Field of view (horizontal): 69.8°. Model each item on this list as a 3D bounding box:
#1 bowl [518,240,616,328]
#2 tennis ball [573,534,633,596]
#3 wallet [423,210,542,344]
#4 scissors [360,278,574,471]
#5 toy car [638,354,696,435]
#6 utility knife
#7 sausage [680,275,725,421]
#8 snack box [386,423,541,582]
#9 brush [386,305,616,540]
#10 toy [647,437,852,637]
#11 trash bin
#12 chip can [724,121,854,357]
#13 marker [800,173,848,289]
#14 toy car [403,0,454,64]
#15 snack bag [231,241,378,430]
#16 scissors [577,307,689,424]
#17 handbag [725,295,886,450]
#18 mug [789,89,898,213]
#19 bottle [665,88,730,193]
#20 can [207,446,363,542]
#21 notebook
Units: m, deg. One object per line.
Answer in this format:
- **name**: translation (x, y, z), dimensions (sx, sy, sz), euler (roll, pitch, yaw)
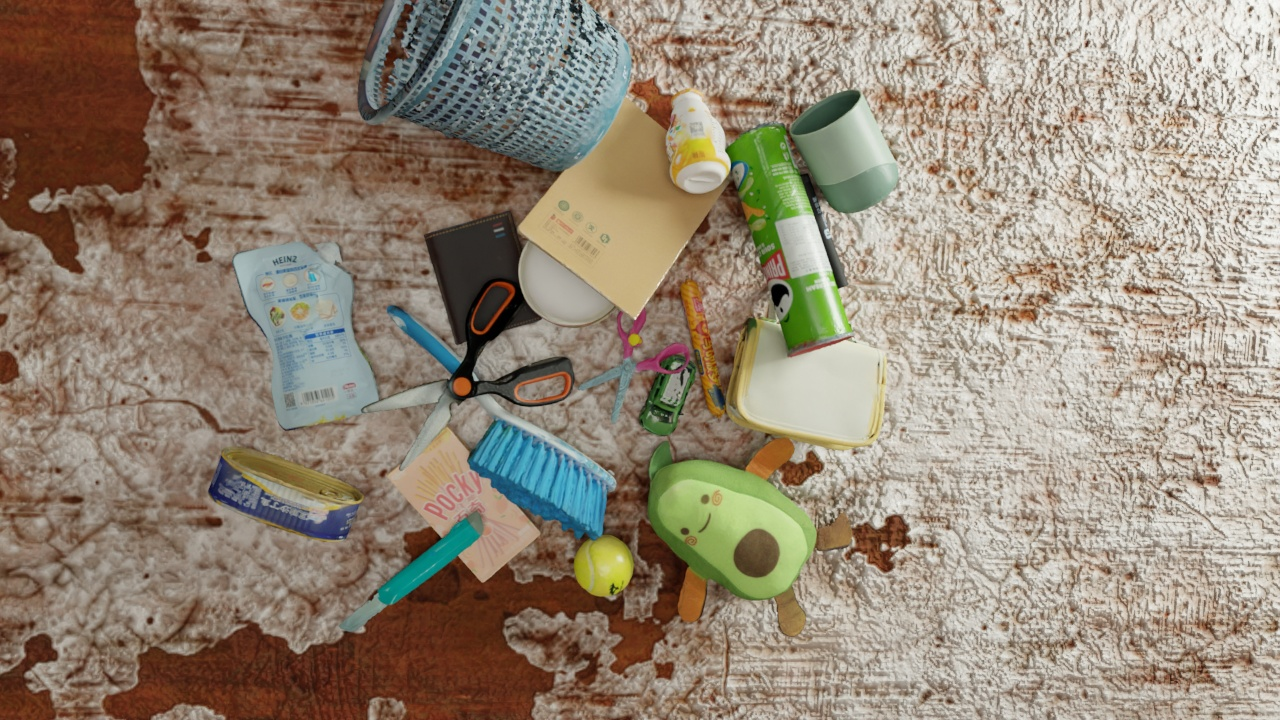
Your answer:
- **bowl**: translation (-0.071, -0.090, 0.962), dimensions (0.113, 0.062, 0.113), euler (0, 92, -7)
- **tennis ball**: translation (-0.040, 0.221, 0.991), dimensions (0.065, 0.065, 0.065), euler (-1, 95, -6)
- **wallet**: translation (-0.167, -0.088, 0.975), dimensions (0.096, 0.020, 0.122), euler (-16, 99, -5)
- **scissors**: translation (-0.169, 0.011, 0.936), dimensions (0.220, 0.022, 0.222), euler (6, 80, -27)
- **toy car**: translation (0.031, 0.039, 0.999), dimensions (0.043, 0.036, 0.091), euler (20, 96, -9)
- **utility knife**: translation (-0.244, 0.229, 0.980), dimensions (0.210, 0.013, 0.029), euler (-38, 100, 10)
- **sausage**: translation (0.069, -0.012, 1.005), dimensions (0.021, 0.021, 0.165), euler (-15, 97, -5)
- **snack box**: translation (-0.189, 0.154, 0.988), dimensions (0.084, 0.026, 0.157), euler (-40, 98, -2)
- **brush**: translation (-0.156, 0.067, 0.967), dimensions (0.314, 0.061, 0.109), euler (33, 62, -10)
- **toy**: translation (0.109, 0.186, 0.993), dimensions (0.246, 0.090, 0.227), euler (30, 88, -10)
- **trash bin**: translation (-0.126, -0.284, 0.864), dimensions (0.195, 0.227, 0.226), euler (23, 92, -35)
- **chip can**: translation (0.154, -0.125, 0.956), dimensions (0.072, 0.072, 0.236), euler (-16, 84, -5)
- **marker**: translation (0.197, -0.141, 1.010), dimensions (0.022, 0.020, 0.132), euler (-19, 99, 25)
- **toy car**: translation (-0.204, -0.359, 0.939), dimensions (0.056, 0.037, 0.122), euler (19, 105, -10)
- **snack bag**: translation (-0.344, -0.029, 0.951), dimensions (0.110, 0.039, 0.191), euler (-12, 94, 0)
- **scissors**: translation (-0.004, 0.006, 0.985), dimensions (0.128, 0.017, 0.133), euler (13, 85, 19)
- **handbag**: translation (0.185, 0.001, 1.008), dimensions (0.163, 0.063, 0.178), euler (13, 78, -7)
- **mug**: translation (0.222, -0.225, 0.972), dimensions (0.106, 0.082, 0.111), euler (53, 46, -25)
- **bottle**: translation (0.056, -0.230, 0.954), dimensions (0.063, 0.063, 0.108), euler (-5, 66, -6)
- **can**: translation (-0.365, 0.138, 0.944), dimensions (0.148, 0.074, 0.049), euler (22, 95, -8)
- **notebook**: translation (-0.012, -0.160, 0.945), dimensions (0.148, 0.008, 0.207), euler (37, 64, -8)
